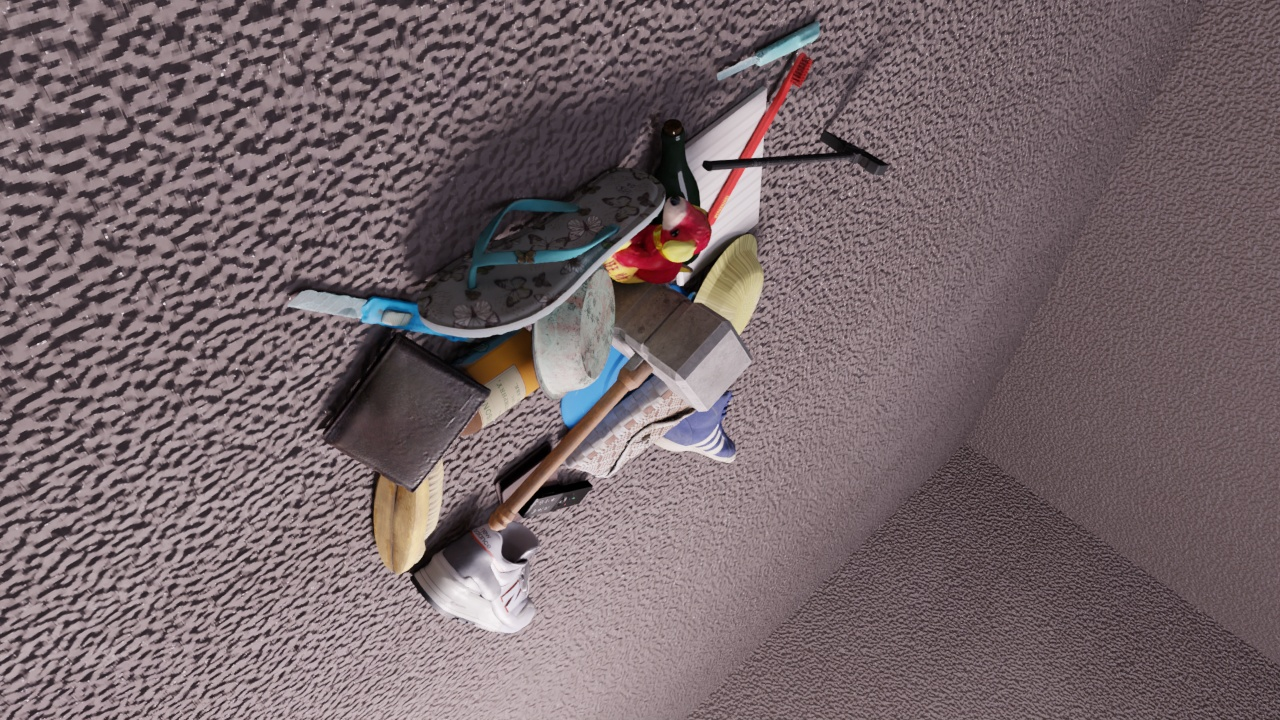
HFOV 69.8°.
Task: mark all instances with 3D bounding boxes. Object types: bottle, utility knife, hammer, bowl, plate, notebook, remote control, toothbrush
[{"bbox_3d":[0.035,-0.173,0.944,0.055,0.055,0.174,-39,150,-23],"label":"bottle"},{"bbox_3d":[0.135,-0.319,0.954,0.165,0.015,0.022,-35,149,-33],"label":"utility knife"},{"bbox_3d":[-0.049,0.059,0.973,0.317,0.163,0.083,-47,140,-6],"label":"hammer"},{"bbox_3d":[-0.059,-0.037,0.898,0.157,0.038,0.157,7,89,-75],"label":"bowl"},{"bbox_3d":[0.118,-0.070,1.184,0.183,0.036,0.185,-49,157,-30],"label":"plate"},{"bbox_3d":[0.090,-0.194,1.053,0.142,0.009,0.210,-40,152,-21],"label":"notebook"},{"bbox_3d":[-0.208,-0.037,0.783,0.221,0.015,0.031,10,112,-59],"label":"utility knife"},{"bbox_3d":[-0.108,0.180,1.196,0.034,0.013,0.149,-52,160,15],"label":"remote control"},{"bbox_3d":[-0.164,0.032,0.879,0.156,0.068,0.068,-37,150,-26],"label":"bottle"},{"bbox_3d":[0.132,-0.242,1.026,0.012,0.018,0.213,0,124,-58],"label":"toothbrush"},{"bbox_3d":[-0.007,0.007,1.140,0.223,0.024,0.225,-37,151,-25],"label":"plate"},{"bbox_3d":[0.166,-0.229,1.032,0.324,0.095,0.015,-17,138,-47],"label":"hammer"}]

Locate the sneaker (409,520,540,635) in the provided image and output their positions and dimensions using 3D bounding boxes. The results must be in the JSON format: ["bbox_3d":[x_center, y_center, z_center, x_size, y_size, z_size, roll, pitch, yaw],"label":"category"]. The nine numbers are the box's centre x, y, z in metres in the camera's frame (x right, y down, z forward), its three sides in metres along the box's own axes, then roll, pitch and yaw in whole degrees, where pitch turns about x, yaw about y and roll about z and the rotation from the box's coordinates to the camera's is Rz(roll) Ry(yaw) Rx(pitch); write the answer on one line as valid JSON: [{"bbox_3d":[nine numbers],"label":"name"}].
[{"bbox_3d":[-0.171,0.264,1.141,0.124,0.089,0.239,-48,151,1],"label":"sneaker"}]

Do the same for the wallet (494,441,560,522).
[{"bbox_3d":[-0.138,0.157,1.143,0.091,0.018,0.116,-38,155,-25],"label":"wallet"}]

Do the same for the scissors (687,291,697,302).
[{"bbox_3d":[0.065,-0.042,1.174,0.133,0.011,0.140,-50,156,-33],"label":"scissors"}]

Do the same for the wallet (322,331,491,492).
[{"bbox_3d":[-0.208,0.047,0.814,0.099,0.031,0.120,35,98,-19],"label":"wallet"}]

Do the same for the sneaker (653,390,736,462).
[{"bbox_3d":[0.096,0.069,1.319,0.232,0.091,0.118,17,107,-53],"label":"sneaker"}]

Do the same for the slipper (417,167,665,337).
[{"bbox_3d":[-0.076,-0.106,0.807,0.268,0.098,0.055,-37,152,-28],"label":"slipper"}]

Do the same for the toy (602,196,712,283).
[{"bbox_3d":[0.016,-0.112,0.931,0.138,0.067,0.105,-23,147,38],"label":"toy"}]

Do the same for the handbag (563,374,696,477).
[{"bbox_3d":[-0.006,0.084,1.166,0.186,0.047,0.124,-38,157,6],"label":"handbag"}]

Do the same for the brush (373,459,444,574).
[{"bbox_3d":[-0.235,0.150,0.930,0.043,0.059,0.196,-36,153,-45],"label":"brush"}]
